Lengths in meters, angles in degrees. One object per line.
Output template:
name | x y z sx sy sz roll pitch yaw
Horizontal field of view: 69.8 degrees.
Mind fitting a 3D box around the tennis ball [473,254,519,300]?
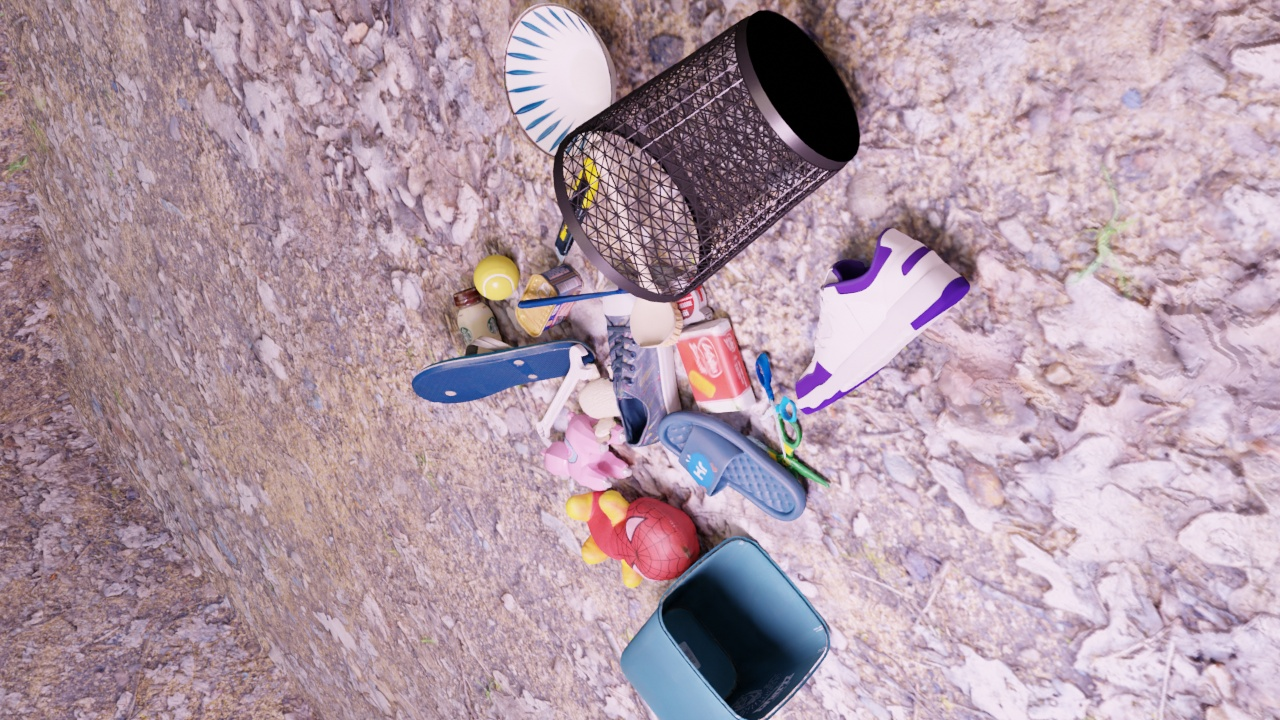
tennis ball | -0.208 -0.120 1.326 0.065 0.065 0.065 22 125 34

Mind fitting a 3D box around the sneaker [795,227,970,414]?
sneaker | 0.219 -0.041 0.956 0.111 0.091 0.245 53 135 14

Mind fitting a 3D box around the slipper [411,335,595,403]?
slipper | -0.205 0.000 1.327 0.295 0.118 0.060 -12 65 19

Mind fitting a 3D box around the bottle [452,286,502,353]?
bottle | -0.243 -0.032 1.412 0.057 0.056 0.162 -6 107 45

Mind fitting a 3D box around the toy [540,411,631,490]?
toy | -0.086 0.133 1.349 0.158 0.067 0.123 15 120 42

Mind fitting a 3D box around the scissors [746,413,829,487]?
scissors | 0.176 0.122 1.135 0.128 0.011 0.125 2 113 45

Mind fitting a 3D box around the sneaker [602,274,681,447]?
sneaker | -0.007 0.007 1.196 0.088 0.079 0.235 1 112 43

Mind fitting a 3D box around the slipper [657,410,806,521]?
slipper | 0.110 0.134 1.149 0.214 0.059 0.104 31 139 18

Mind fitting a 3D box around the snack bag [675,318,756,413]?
snack bag | 0.091 0.009 1.136 0.077 0.036 0.116 -8 106 46

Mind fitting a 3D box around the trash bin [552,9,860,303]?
trash bin | 0.072 -0.208 0.925 0.244 0.216 0.217 -30 90 41

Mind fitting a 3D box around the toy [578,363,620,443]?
toy | -0.049 0.056 1.277 0.087 0.050 0.112 -8 92 36

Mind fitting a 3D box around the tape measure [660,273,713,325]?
tape measure | 0.055 -0.074 1.137 0.060 0.020 0.062 -15 100 46

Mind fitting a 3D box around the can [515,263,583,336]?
can | -0.126 -0.085 1.273 0.054 0.058 0.100 47 136 13

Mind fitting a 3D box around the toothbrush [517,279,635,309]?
toothbrush | -0.084 -0.085 1.190 0.190 0.016 0.017 -6 82 34

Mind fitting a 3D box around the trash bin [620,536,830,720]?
trash bin | 0.096 0.388 1.237 0.199 0.196 0.219 49 143 12

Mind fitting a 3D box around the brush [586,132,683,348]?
brush | -0.010 -0.136 1.083 0.062 0.077 0.272 -13 111 14

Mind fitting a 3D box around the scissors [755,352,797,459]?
scissors | 0.158 0.050 1.076 0.127 0.014 0.133 107 151 -71

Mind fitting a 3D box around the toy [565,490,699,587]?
toy | -0.005 0.248 1.312 0.217 0.098 0.147 4 125 43

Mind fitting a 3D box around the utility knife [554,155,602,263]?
utility knife | -0.084 -0.195 1.204 0.029 0.020 0.175 45 136 18

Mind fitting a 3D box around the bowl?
bowl | -0.078 -0.332 1.086 0.177 0.070 0.177 21 125 35

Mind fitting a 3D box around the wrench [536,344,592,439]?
wrench | -0.115 0.053 1.329 0.047 0.009 0.274 59 151 15
